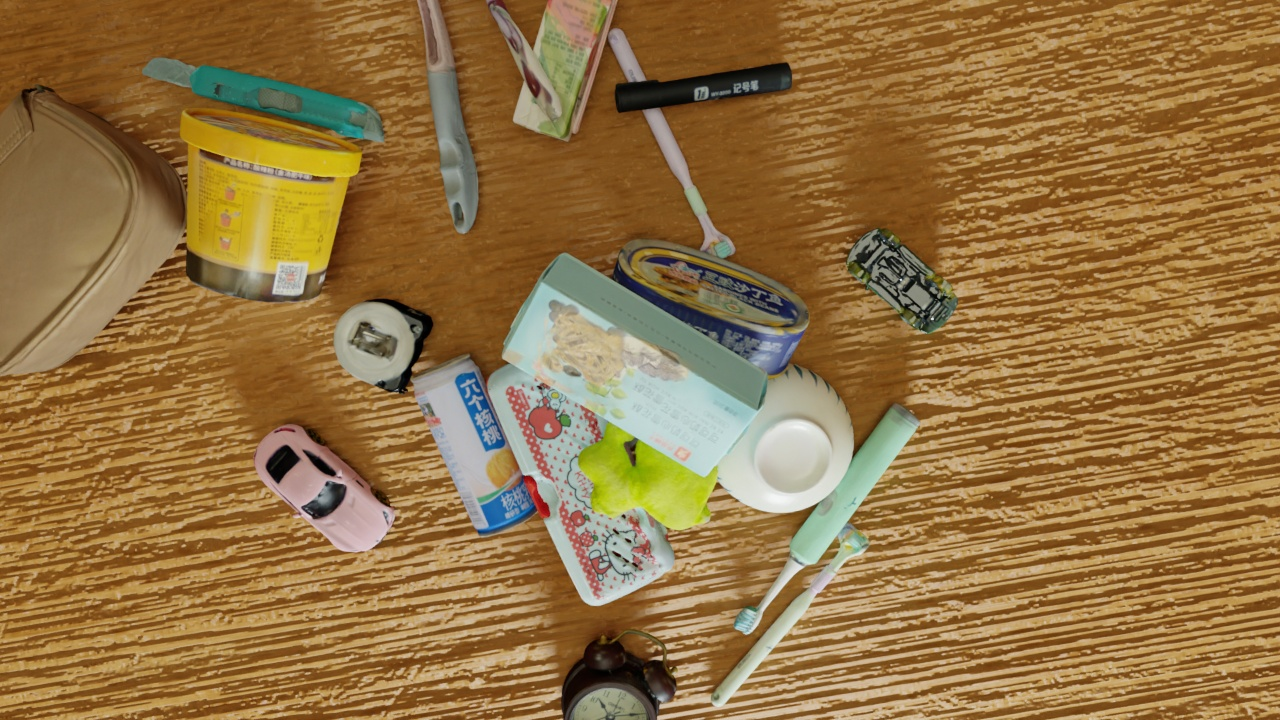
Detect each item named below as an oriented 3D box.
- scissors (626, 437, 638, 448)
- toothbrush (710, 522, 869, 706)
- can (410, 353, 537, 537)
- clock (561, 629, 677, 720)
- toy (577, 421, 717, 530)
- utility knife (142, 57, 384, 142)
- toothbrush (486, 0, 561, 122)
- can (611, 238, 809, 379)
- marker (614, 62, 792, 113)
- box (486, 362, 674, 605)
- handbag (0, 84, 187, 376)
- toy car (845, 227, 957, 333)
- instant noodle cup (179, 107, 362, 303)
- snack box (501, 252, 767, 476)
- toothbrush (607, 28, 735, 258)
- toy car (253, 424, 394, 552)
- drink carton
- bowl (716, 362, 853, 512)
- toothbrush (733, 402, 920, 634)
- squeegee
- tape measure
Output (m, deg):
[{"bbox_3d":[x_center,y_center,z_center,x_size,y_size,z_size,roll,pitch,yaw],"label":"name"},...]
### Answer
[{"bbox_3d":[-0.008,0.059,0.728,0.178,0.014,0.159,14,98,-3],"label":"scissors"},{"bbox_3d":[0.118,0.211,0.748,0.020,0.029,0.190,29,102,-45],"label":"toothbrush"},{"bbox_3d":[-0.128,0.065,0.710,0.053,0.053,0.134,-22,98,4],"label":"can"},{"bbox_3d":[-0.019,0.271,0.740,0.082,0.055,0.122,26,96,-3],"label":"clock"},{"bbox_3d":[0.009,0.084,0.676,0.100,0.031,0.097,-18,98,-6],"label":"toy"},{"bbox_3d":[-0.282,-0.198,0.690,0.187,0.013,0.029,13,89,-1],"label":"utility knife"},{"bbox_3d":[-0.100,-0.243,0.644,0.016,0.017,0.187,-35,72,25],"label":"toothbrush"},{"bbox_3d":[0.048,-0.038,0.674,0.148,0.074,0.049,20,129,1],"label":"can"},{"bbox_3d":[0.046,-0.201,0.674,0.132,0.020,0.022,-10,63,-7],"label":"marker"},{"bbox_3d":[-0.044,0.086,0.701,0.086,0.047,0.201,-24,97,-1],"label":"box"},{"bbox_3d":[-0.434,-0.090,0.670,0.204,0.099,0.148,-43,89,6],"label":"handbag"},{"bbox_3d":[0.196,-0.061,0.695,0.091,0.036,0.043,41,98,-7],"label":"toy car"},{"bbox_3d":[-0.269,-0.109,0.657,0.118,0.118,0.114,14,106,-2],"label":"instant noodle cup"},{"bbox_3d":[-0.004,0.004,0.640,0.175,0.051,0.074,31,125,-3],"label":"snack box"},{"bbox_3d":[0.020,-0.161,0.690,0.029,0.021,0.189,-24,96,25],"label":"toothbrush"},{"bbox_3d":[-0.251,0.103,0.726,0.122,0.037,0.056,44,98,-7],"label":"toy car"},{"bbox_3d":[-0.052,-0.223,0.664,0.045,0.053,0.122,18,99,-3],"label":"drink carton"},{"bbox_3d":[0.109,0.064,0.697,0.116,0.066,0.116,0,100,-3],"label":"bowl"},{"bbox_3d":[0.146,0.130,0.731,0.027,0.026,0.224,31,99,-26],"label":"toothbrush"},{"bbox_3d":[-0.151,-0.217,0.665,0.248,0.040,0.250,1,113,27],"label":"squeegee"},{"bbox_3d":[-0.201,-0.015,0.708,0.066,0.033,0.066,22,97,-3],"label":"tape measure"}]
